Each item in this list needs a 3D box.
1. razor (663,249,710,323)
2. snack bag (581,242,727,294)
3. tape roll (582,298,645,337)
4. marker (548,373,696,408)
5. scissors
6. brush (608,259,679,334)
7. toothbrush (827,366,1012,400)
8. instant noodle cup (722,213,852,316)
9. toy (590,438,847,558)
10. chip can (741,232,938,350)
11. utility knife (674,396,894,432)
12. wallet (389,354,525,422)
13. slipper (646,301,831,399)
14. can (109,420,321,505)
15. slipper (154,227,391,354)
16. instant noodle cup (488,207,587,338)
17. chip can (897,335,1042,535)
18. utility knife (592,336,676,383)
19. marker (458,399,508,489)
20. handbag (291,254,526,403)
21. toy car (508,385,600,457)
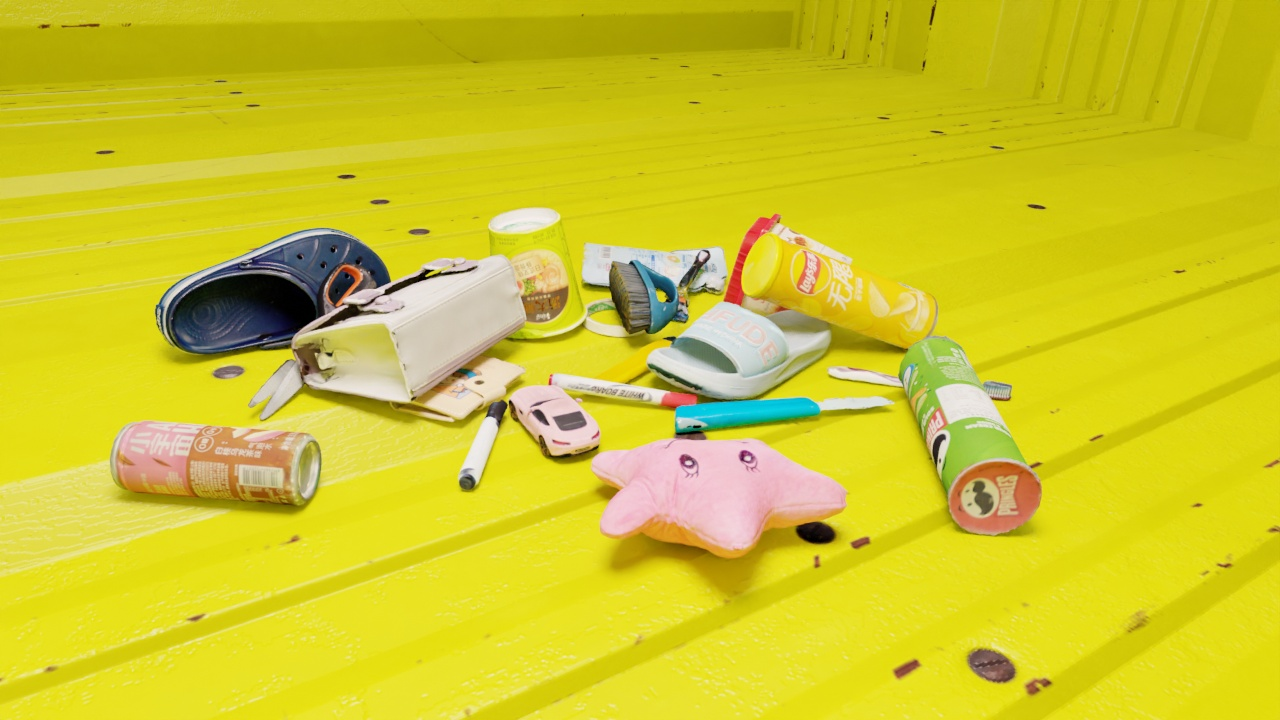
[{"bbox_3d":[0.060,-0.098,1.130,0.043,0.022,0.142,14,45,17],"label":"razor"},{"bbox_3d":[0.019,-0.121,1.195,0.191,0.039,0.110,3,26,-4],"label":"snack bag"},{"bbox_3d":[-0.025,-0.051,1.074,0.086,0.014,0.085,2,26,-1],"label":"tape roll"},{"bbox_3d":[-0.018,0.031,0.893,0.145,0.017,0.017,9,27,2],"label":"marker"},{"bbox_3d":[-0.309,-0.007,0.929,0.022,0.152,0.234,-24,47,32],"label":"scissors"},{"bbox_3d":[0.006,-0.074,1.042,0.073,0.055,0.143,-3,27,-11],"label":"brush"},{"bbox_3d":[0.289,0.021,0.955,0.188,0.017,0.016,8,26,9],"label":"toothbrush"},{"bbox_3d":[0.178,-0.099,1.096,0.124,0.116,0.116,22,30,10],"label":"instant noodle cup"},{"bbox_3d":[0.062,0.103,0.697,0.194,0.075,0.178,-2,18,-9],"label":"toy"},{"bbox_3d":[0.218,-0.072,1.000,0.213,0.072,0.072,17,22,-19],"label":"chip can"},{"bbox_3d":[0.139,0.047,0.884,0.225,0.018,0.034,-5,25,-12],"label":"utility knife"},{"bbox_3d":[-0.173,0.027,0.895,0.087,0.024,0.114,10,26,26],"label":"wallet"},{"bbox_3d":[0.116,-0.022,0.961,0.244,0.074,0.104,-19,34,-40],"label":"slipper"},{"bbox_3d":[-0.333,0.081,0.726,0.147,0.058,0.057,4,26,3],"label":"can"},{"bbox_3d":[-0.377,-0.072,0.977,0.252,0.105,0.095,-22,32,-38],"label":"slipper"},{"bbox_3d":[-0.123,-0.102,1.029,0.112,0.123,0.111,-5,27,3],"label":"instant noodle cup"},{"bbox_3d":[0.286,0.057,0.819,0.072,0.072,0.235,4,26,3],"label":"chip can"},{"bbox_3d":[-0.006,0.006,0.960,0.033,0.015,0.156,15,29,36],"label":"utility knife"},{"bbox_3d":[-0.137,0.071,0.807,0.018,0.023,0.130,34,22,-12],"label":"marker"},{"bbox_3d":[-0.228,-0.037,0.918,0.145,0.098,0.196,-6,19,30],"label":"handbag"},{"bbox_3d":[-0.080,0.050,0.839,0.056,0.037,0.122,-10,28,-28],"label":"toy car"}]
